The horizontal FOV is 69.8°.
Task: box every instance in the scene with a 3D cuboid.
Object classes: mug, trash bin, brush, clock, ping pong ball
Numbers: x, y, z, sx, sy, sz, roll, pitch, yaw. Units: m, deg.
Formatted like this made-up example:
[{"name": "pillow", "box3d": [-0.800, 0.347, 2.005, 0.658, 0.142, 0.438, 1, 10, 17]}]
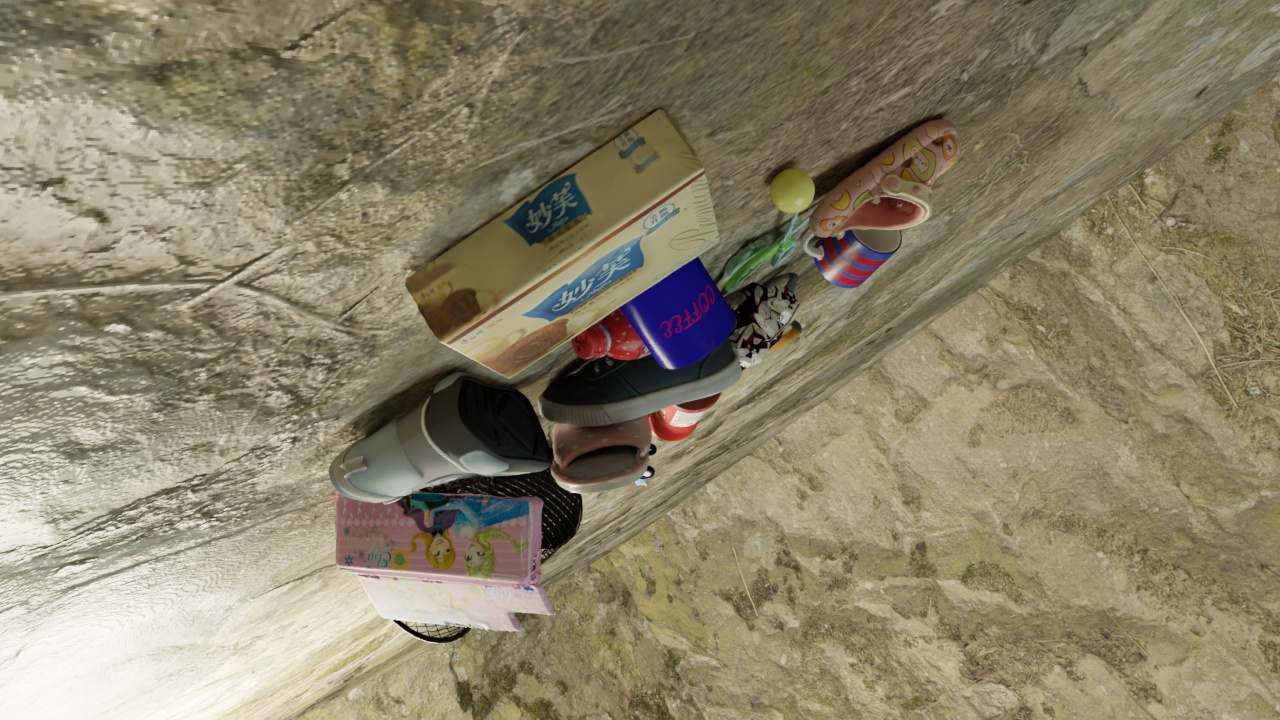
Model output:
[{"name": "mug", "box3d": [0.239, -0.137, 1.082, 0.111, 0.074, 0.076, 3, 152, -22]}, {"name": "trash bin", "box3d": [-0.184, 0.189, 1.053, 0.185, 0.184, 0.209, -41, 170, 34]}, {"name": "mug", "box3d": [0.021, -0.055, 0.796, 0.079, 0.083, 0.111, -38, -155, -5]}, {"name": "brush", "box3d": [0.080, -0.074, 1.048, 0.033, 0.012, 0.218, -23, 165, -36]}, {"name": "clock", "box3d": [0.117, -0.043, 1.045, 0.114, 0.065, 0.155, -50, -161, -22]}, {"name": "ping pong ball", "box3d": [0.137, -0.153, 0.827, 0.040, 0.040, 0.040, -31, 167, -8]}]

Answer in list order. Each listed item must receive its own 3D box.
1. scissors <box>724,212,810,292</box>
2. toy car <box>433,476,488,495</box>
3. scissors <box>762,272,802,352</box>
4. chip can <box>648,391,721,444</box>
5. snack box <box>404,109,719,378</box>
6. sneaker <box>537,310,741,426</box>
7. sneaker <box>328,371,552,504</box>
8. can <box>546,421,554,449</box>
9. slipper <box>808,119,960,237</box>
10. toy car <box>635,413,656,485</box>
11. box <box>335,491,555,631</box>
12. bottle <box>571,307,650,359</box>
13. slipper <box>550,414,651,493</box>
[{"name": "scissors", "box3d": [0.153, -0.129, 0.980, 0.171, 0.021, 0.173, -38, 166, -7]}, {"name": "toy car", "box3d": [-0.231, 0.194, 1.190, 0.070, 0.062, 0.169, -40, 165, 30]}, {"name": "scissors", "box3d": [0.111, -0.024, 1.140, 0.225, 0.016, 0.175, -36, -150, 13]}, {"name": "chip can", "box3d": [0.058, 0.057, 1.315, 0.087, 0.087, 0.214, -29, 168, -14]}, {"name": "snack box", "box3d": [-0.046, -0.073, 0.660, 0.207, 0.055, 0.153, -33, 167, 2]}, {"name": "sneaker", "box3d": [-0.006, 0.006, 0.986, 0.236, 0.087, 0.089, -15, -160, 8]}, {"name": "sneaker", "box3d": [-0.187, 0.091, 0.889, 0.160, 0.093, 0.256, -25, 169, 4]}, {"name": "can", "box3d": [-0.056, 0.089, 1.201, 0.120, 0.067, 0.068, -22, 164, -37]}, {"name": "slipper", "box3d": [0.262, -0.170, 0.948, 0.197, 0.081, 0.093, -34, 170, -19]}, {"name": "toy car", "box3d": [-0.009, 0.120, 1.343, 0.055, 0.056, 0.153, -2, 136, 9]}, {"name": "box", "box3d": [-0.195, 0.203, 0.897, 0.231, 0.161, 0.061, -2, -165, 25]}, {"name": "bottle", "box3d": [-0.007, -0.032, 0.885, 0.137, 0.062, 0.062, -20, 162, -43]}, {"name": "slipper", "box3d": [-0.046, 0.077, 1.039, 0.114, 0.054, 0.274, -10, -164, -1]}]
